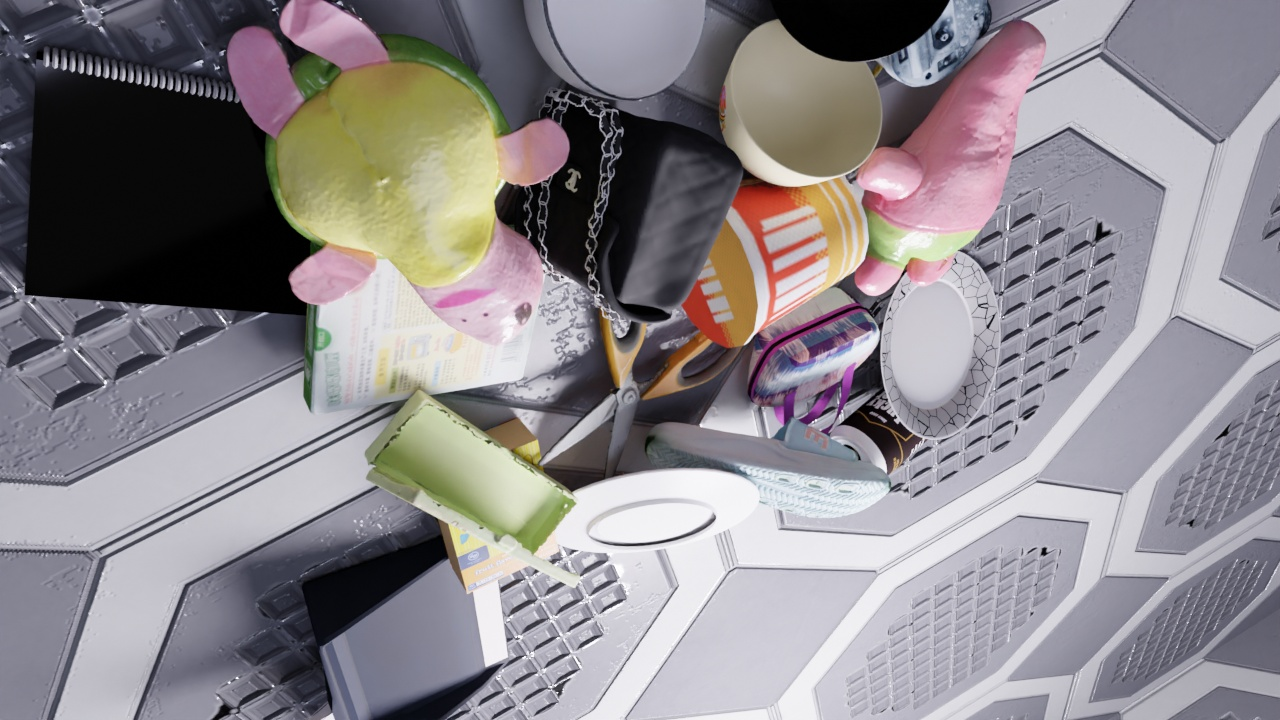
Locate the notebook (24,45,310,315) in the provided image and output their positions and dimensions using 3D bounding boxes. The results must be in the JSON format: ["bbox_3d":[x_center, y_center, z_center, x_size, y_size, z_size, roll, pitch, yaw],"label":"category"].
[{"bbox_3d":[-0.250,-0.096,0.562,0.206,0.016,0.149,3,125,-34],"label":"notebook"}]

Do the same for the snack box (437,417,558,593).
[{"bbox_3d":[-0.127,0.124,0.786,0.088,0.040,0.126,-21,125,-22],"label":"snack box"}]

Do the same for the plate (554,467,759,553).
[{"bbox_3d":[0.011,0.151,0.868,0.208,0.015,0.209,-6,150,-4],"label":"plate"}]

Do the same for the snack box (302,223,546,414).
[{"bbox_3d":[-0.151,-0.032,0.656,0.167,0.027,0.132,-10,133,-34],"label":"snack box"}]

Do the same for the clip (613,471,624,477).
[{"bbox_3d":[-0.013,0.134,0.898,0.044,0.024,0.062,-8,127,-25],"label":"clip"}]

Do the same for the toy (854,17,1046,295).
[{"bbox_3d":[0.252,-0.163,0.752,0.191,0.097,0.237,-17,139,-40],"label":"toy"}]

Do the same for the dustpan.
[{"bbox_3d":[-0.246,0.296,0.850,0.272,0.080,0.237,-16,133,-20],"label":"dustpan"}]

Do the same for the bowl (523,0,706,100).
[{"bbox_3d":[-0.022,-0.216,0.554,0.113,0.063,0.113,-10,109,-32],"label":"bowl"}]

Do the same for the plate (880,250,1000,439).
[{"bbox_3d":[0.297,-0.016,0.917,0.188,0.016,0.188,-4,97,-35],"label":"plate"}]

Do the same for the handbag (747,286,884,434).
[{"bbox_3d":[0.169,0.018,0.892,0.144,0.068,0.170,-24,142,-12],"label":"handbag"}]

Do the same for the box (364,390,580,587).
[{"bbox_3d":[-0.116,0.100,0.714,0.188,0.092,0.083,42,66,-44],"label":"box"}]

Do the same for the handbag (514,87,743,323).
[{"bbox_3d":[-0.031,-0.099,0.581,0.114,0.154,0.125,6,108,-39],"label":"handbag"}]

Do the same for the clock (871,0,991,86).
[{"bbox_3d":[0.219,-0.262,0.684,0.129,0.052,0.090,-33,136,-3],"label":"clock"}]

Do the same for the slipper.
[{"bbox_3d":[0.125,0.091,0.875,0.245,0.074,0.104,14,153,-9],"label":"slipper"}]

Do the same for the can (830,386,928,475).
[{"bbox_3d":[0.259,0.070,0.955,0.128,0.072,0.072,-34,139,-27],"label":"can"}]

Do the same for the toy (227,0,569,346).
[{"bbox_3d":[-0.134,-0.102,0.541,0.190,0.087,0.238,-32,125,10],"label":"toy"}]

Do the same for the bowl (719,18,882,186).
[{"bbox_3d":[0.103,-0.174,0.664,0.117,0.118,0.074,-14,174,-22],"label":"bowl"}]

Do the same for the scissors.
[{"bbox_3d":[-0.004,0.006,0.778,0.224,0.016,0.225,-35,131,-18],"label":"scissors"}]

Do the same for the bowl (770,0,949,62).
[{"bbox_3d":[0.150,-0.263,0.622,0.124,0.124,0.052,-52,176,16],"label":"bowl"}]

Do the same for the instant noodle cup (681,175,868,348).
[{"bbox_3d":[0.100,-0.090,0.715,0.121,0.123,0.124,-24,136,-23],"label":"instant noodle cup"}]
